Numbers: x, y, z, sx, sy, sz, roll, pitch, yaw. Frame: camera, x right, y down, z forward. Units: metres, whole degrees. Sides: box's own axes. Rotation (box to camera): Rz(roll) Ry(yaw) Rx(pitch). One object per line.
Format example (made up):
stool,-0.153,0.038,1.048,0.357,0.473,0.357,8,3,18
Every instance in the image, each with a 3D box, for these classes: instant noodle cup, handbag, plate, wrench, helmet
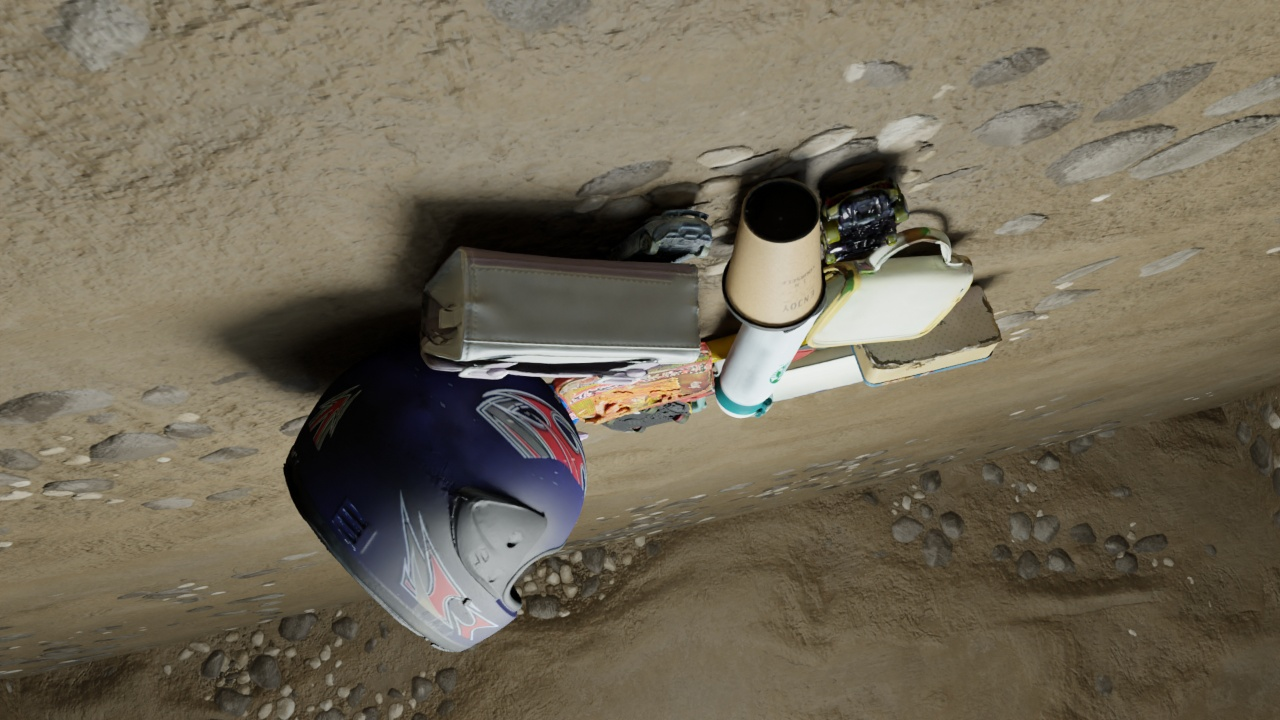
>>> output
instant noodle cup,-0.006,0.006,0.993,0.164,0.079,0.189,-14,162,2
handbag,0.261,-0.086,0.946,0.163,0.063,0.179,-6,153,-22
plate,0.270,0.004,1.275,0.266,0.034,0.162,-13,163,1
handbag,-0.069,-0.031,0.750,0.196,0.098,0.145,2,177,-25
wrench,0.161,0.001,1.102,0.274,0.016,0.056,-23,160,26
helmet,-0.170,0.118,0.895,0.240,0.247,0.316,-36,131,-7

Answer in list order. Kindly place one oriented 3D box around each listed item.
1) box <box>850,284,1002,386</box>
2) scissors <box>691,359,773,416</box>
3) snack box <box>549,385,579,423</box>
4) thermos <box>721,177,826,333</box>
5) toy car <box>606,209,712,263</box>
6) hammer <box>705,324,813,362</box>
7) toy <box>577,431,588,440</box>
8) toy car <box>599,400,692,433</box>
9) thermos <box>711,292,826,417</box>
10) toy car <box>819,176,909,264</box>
box,0.353,-0.033,1.126,0.184,0.089,0.062,-10,157,-5
scissors,0.127,0.034,1.219,0.169,0.019,0.178,15,147,-14
snack box,-0.115,0.067,1.199,0.084,0.026,0.158,-2,160,-32
thermos,0.116,-0.088,0.778,0.093,0.093,0.143,-13,156,-1
toy car,0.013,-0.095,0.759,0.054,0.036,0.121,0,169,-26
hammer,0.073,-0.006,1.096,0.301,0.032,0.129,-16,162,8
toy,-0.139,0.114,1.314,0.107,0.039,0.084,-6,171,-27
toy car,0.004,0.068,1.252,0.071,0.041,0.156,20,153,-35
thermos,0.134,-0.009,0.989,0.073,0.073,0.225,-8,151,-16
toy car,0.190,-0.119,0.801,0.070,0.042,0.158,-16,169,7
